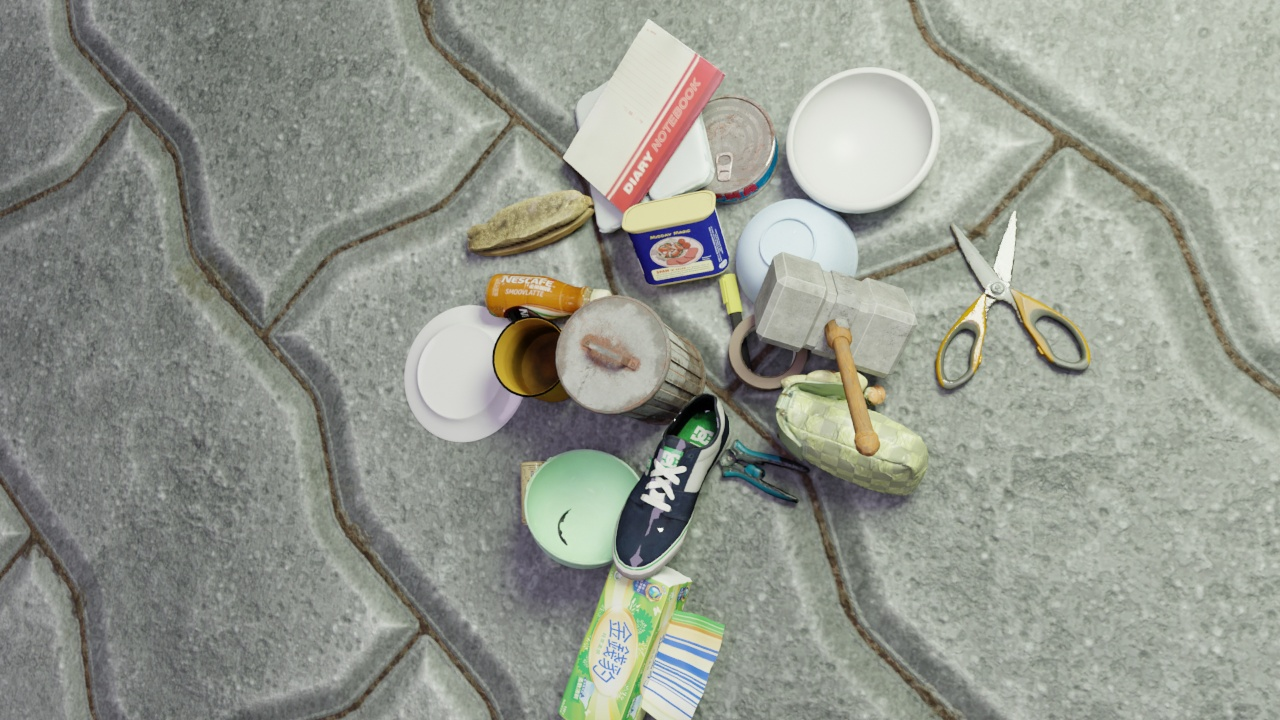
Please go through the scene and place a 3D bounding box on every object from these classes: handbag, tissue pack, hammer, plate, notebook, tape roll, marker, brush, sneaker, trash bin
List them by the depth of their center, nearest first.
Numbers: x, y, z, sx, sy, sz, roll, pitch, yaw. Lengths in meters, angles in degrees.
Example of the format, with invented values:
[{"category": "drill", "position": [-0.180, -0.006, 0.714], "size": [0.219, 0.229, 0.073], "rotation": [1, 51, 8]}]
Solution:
[{"category": "hammer", "position": [0.210, 0.004, 0.937], "size": [0.162, 0.317, 0.083], "rotation": [16, 119, -5]}, {"category": "handbag", "position": [0.241, 0.073, 1.046], "size": [0.186, 0.113, 0.116], "rotation": [22, 75, 16]}, {"category": "sneaker", "position": [0.032, 0.139, 1.060], "size": [0.084, 0.079, 0.234], "rotation": [20, 63, 24]}, {"category": "tissue pack", "position": [0.013, 0.345, 1.069], "size": [0.141, 0.120, 0.198], "rotation": [20, 94, 21]}, {"category": "trash bin", "position": [-0.006, 0.006, 1.072], "size": [0.131, 0.211, 0.130], "rotation": [-3, 81, 17]}, {"category": "tape roll", "position": [0.153, -0.010, 1.109], "size": [0.094, 0.030, 0.093], "rotation": [-1, 82, 4]}, {"category": "marker", "position": [0.119, -0.047, 1.142], "size": [0.021, 0.018, 0.123], "rotation": [-4, 78, -28]}, {"category": "notebook", "position": [-0.001, -0.305, 1.158], "size": [0.153, 0.012, 0.209], "rotation": [46, 111, 31]}, {"category": "brush", "position": [-0.153, -0.183, 1.232], "size": [0.196, 0.043, 0.059], "rotation": [-15, 75, 22]}, {"category": "plate", "position": [-0.242, 0.016, 1.248], "size": [0.189, 0.016, 0.188], "rotation": [-3, 81, 17]}]

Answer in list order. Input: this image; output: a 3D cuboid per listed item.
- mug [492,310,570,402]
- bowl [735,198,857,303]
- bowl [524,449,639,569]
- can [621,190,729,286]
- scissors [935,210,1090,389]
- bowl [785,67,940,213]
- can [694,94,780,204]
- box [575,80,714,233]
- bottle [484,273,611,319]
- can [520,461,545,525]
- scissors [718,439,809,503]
[{"category": "mug", "position": [-0.130, -0.008, 1.174], "size": [0.100, 0.094, 0.123], "rotation": [-32, 75, 8]}, {"category": "bowl", "position": [0.183, -0.131, 1.106], "size": [0.151, 0.074, 0.150], "rotation": [-3, 81, 16]}, {"category": "bowl", "position": [-0.069, 0.191, 1.122], "size": [0.151, 0.077, 0.150], "rotation": [4, 55, -7]}, {"category": "can", "position": [0.047, -0.149, 1.136], "size": [0.116, 0.092, 0.056], "rotation": [-9, 41, 16]}, {"category": "scissors", "position": [0.423, -0.062, 1.050], "size": [0.217, 0.016, 0.225], "rotation": [18, 85, 20]}, {"category": "bowl", "position": [0.267, -0.256, 1.102], "size": [0.177, 0.066, 0.176], "rotation": [-3, 81, 17]}, {"category": "can", "position": [0.110, -0.268, 1.166], "size": [0.130, 0.044, 0.130], "rotation": [-3, 81, 17]}, {"category": "box", "position": [-0.002, -0.287, 1.181], "size": [0.189, 0.037, 0.208], "rotation": [-18, 73, 31]}, {"category": "bottle", "position": [-0.119, -0.081, 1.202], "size": [0.167, 0.059, 0.059], "rotation": [5, 83, 18]}, {"category": "can", "position": [-0.134, 0.171, 1.178], "size": [0.038, 0.038, 0.079], "rotation": [-5, 80, 17]}, {"category": "scissors", "position": [0.133, 0.132, 1.111], "size": [0.126, 0.019, 0.143], "rotation": [-30, 72, 12]}]
